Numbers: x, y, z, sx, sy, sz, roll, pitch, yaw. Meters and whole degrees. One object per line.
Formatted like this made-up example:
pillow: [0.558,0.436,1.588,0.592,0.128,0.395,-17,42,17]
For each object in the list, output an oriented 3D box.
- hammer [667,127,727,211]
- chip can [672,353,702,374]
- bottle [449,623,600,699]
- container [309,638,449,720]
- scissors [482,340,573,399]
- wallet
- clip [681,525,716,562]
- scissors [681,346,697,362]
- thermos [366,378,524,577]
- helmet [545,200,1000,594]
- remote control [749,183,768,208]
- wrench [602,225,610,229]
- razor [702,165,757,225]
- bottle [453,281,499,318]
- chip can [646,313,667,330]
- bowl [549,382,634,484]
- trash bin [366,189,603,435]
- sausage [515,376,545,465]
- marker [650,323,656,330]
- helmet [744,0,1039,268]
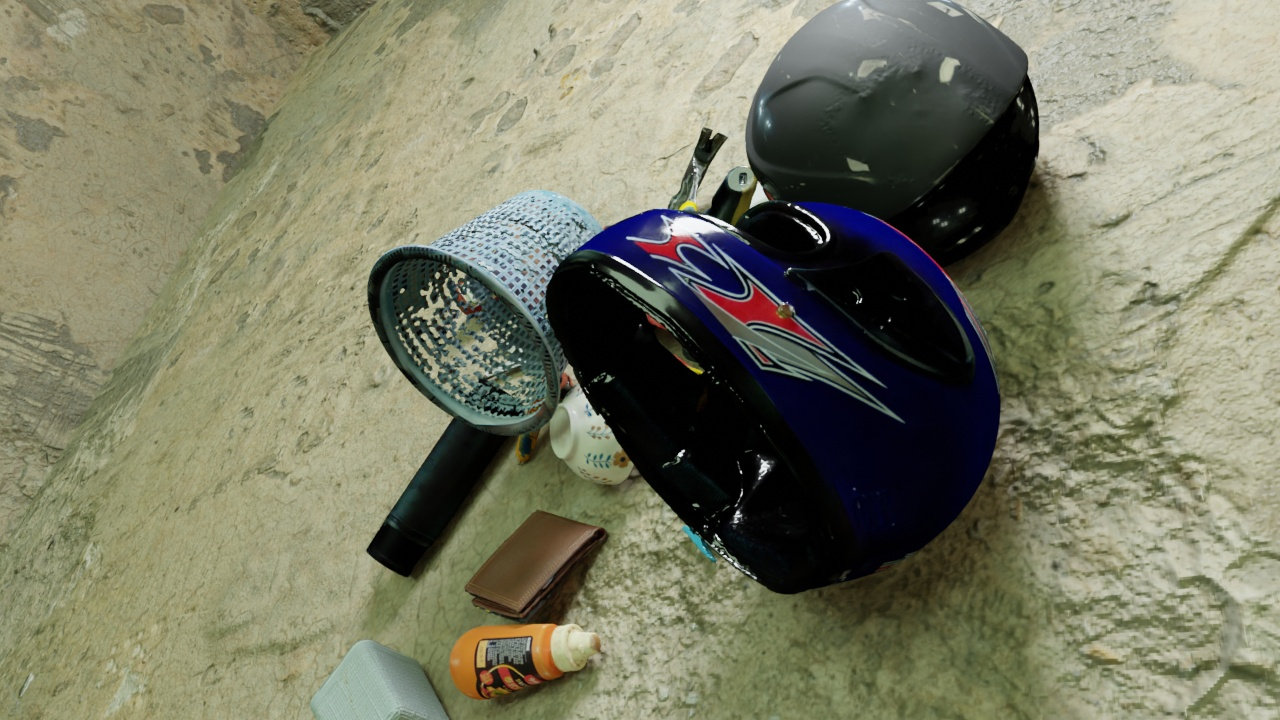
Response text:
hammer: [0.048,-0.155,0.984,0.322,0.032,0.126,-75,8,-57]
chip can: [-0.006,0.006,0.979,0.073,0.073,0.216,-50,36,-3]
bottle: [-0.103,0.272,0.846,0.150,0.067,0.066,-17,45,24]
container: [-0.252,0.351,0.901,0.090,0.090,0.111,-52,39,-6]
scissors: [-0.119,-0.008,1.155,0.189,0.015,0.226,-45,37,5]
wallet: [-0.104,0.202,0.911,0.101,0.032,0.124,2,38,49]
clip: [0.057,0.159,0.823,0.038,0.013,0.055,-53,36,-8]
scissors: [0.124,0.021,0.822,0.229,0.021,0.221,44,107,26]
thermos: [-0.238,0.136,1.101,0.242,0.068,0.090,-56,33,-10]
helmet: [0.113,-0.001,0.678,0.239,0.315,0.248,-36,-10,-28]
remote control: [0.163,-0.195,1.033,0.125,0.024,0.049,-26,42,27]
wrench: [-0.044,-0.156,1.169,0.274,0.016,0.056,-3,53,60]
razor: [0.098,-0.157,0.974,0.168,0.067,0.062,105,168,-74]
bottle: [-0.176,-0.140,1.302,0.206,0.060,0.059,-37,37,11]
chip can: [0.054,-0.058,0.964,0.236,0.072,0.072,25,76,49]
bowl: [-0.054,0.070,0.931,0.114,0.062,0.113,-1,89,60]
trash bin: [-0.131,-0.068,0.953,0.227,0.226,0.194,-9,31,41]
sausage: [-0.114,0.044,1.054,0.021,0.021,0.165,30,105,53]
marker: [0.044,-0.083,1.058,0.124,0.015,0.018,-53,30,-4]
helmet: [0.218,-0.211,0.818,0.275,0.230,0.233,39,87,15]
